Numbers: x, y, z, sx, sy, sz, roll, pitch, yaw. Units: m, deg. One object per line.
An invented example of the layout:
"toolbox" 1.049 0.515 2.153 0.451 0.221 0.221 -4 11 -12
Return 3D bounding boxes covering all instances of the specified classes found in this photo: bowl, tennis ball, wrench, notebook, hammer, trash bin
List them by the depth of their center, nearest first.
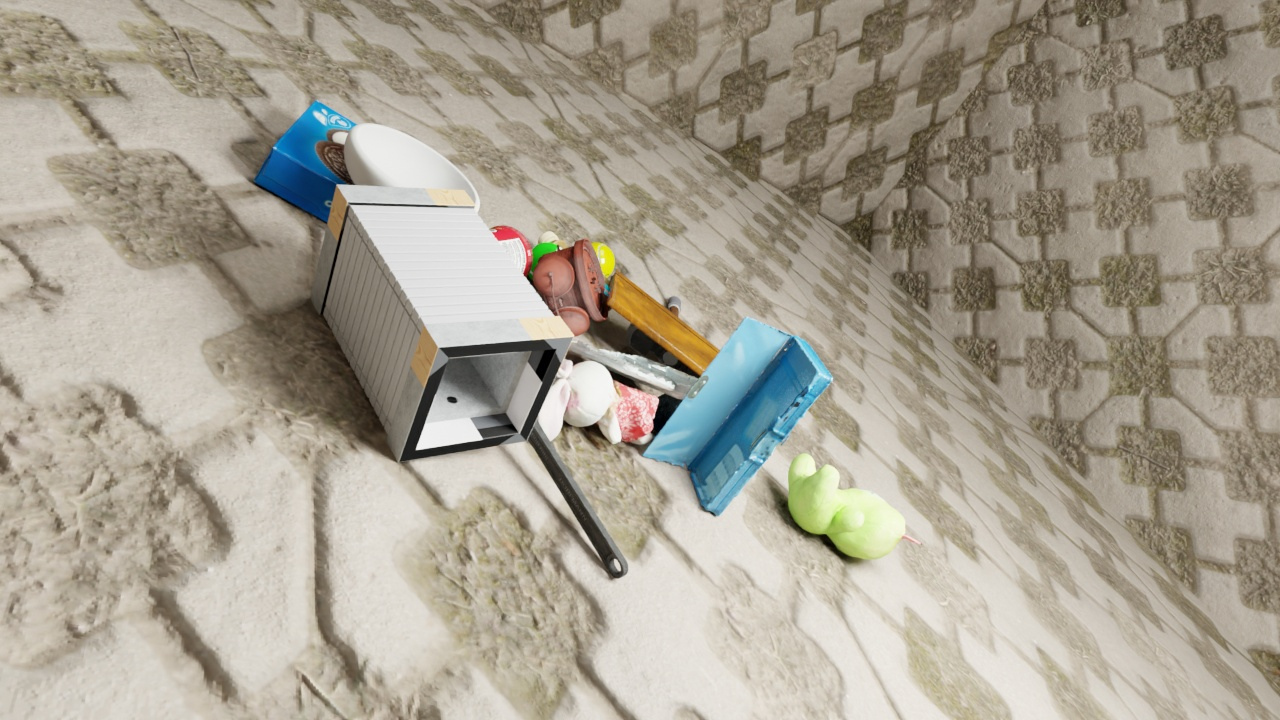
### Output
"trash bin" -0.208 -0.046 0.921 0.142 0.143 0.247 -6 46 -40
"wrench" -0.090 0.106 0.947 0.018 0.073 0.273 -15 62 -42
"bowl" -0.290 -0.213 1.132 0.176 0.066 0.176 32 23 -16
"bowl" 0.061 0.077 1.251 0.110 0.055 0.110 31 22 -14
"notebook" 0.042 -0.048 1.374 0.249 0.014 0.178 37 16 -12
"tennis ball" -0.140 -0.145 1.377 0.065 0.065 0.065 31 22 -15
"tennis ball" -0.075 -0.162 1.513 0.065 0.065 0.065 31 22 -15
"hammer" 0.055 -0.060 1.550 0.156 0.043 0.321 33 19 -9

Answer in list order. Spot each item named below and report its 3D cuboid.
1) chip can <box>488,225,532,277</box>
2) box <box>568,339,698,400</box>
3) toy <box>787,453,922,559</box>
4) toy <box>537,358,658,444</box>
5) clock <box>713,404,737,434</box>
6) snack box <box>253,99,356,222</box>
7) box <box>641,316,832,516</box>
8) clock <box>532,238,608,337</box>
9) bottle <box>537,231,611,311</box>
"chip can" -0.227 -0.125 1.179 0.087 0.087 0.212 41 23 10
"box" -0.007 0.011 1.202 0.191 0.045 0.210 17 3 -41
"toy" 0.284 0.214 1.268 0.197 0.107 0.150 41 -3 -16
"toy" -0.056 0.048 1.098 0.194 0.084 0.159 25 39 -37
"clock" 0.137 0.094 1.337 0.125 0.052 0.088 47 23 24
"snack box" -0.381 -0.245 1.223 0.195 0.056 0.238 30 23 -20
"box" 0.109 0.067 1.105 0.111 0.232 0.094 23 26 -29
"clock" -0.098 -0.101 1.284 0.157 0.072 0.121 -80 155 -64
"bottle" -0.103 -0.140 1.434 0.166 0.060 0.059 48 24 26
